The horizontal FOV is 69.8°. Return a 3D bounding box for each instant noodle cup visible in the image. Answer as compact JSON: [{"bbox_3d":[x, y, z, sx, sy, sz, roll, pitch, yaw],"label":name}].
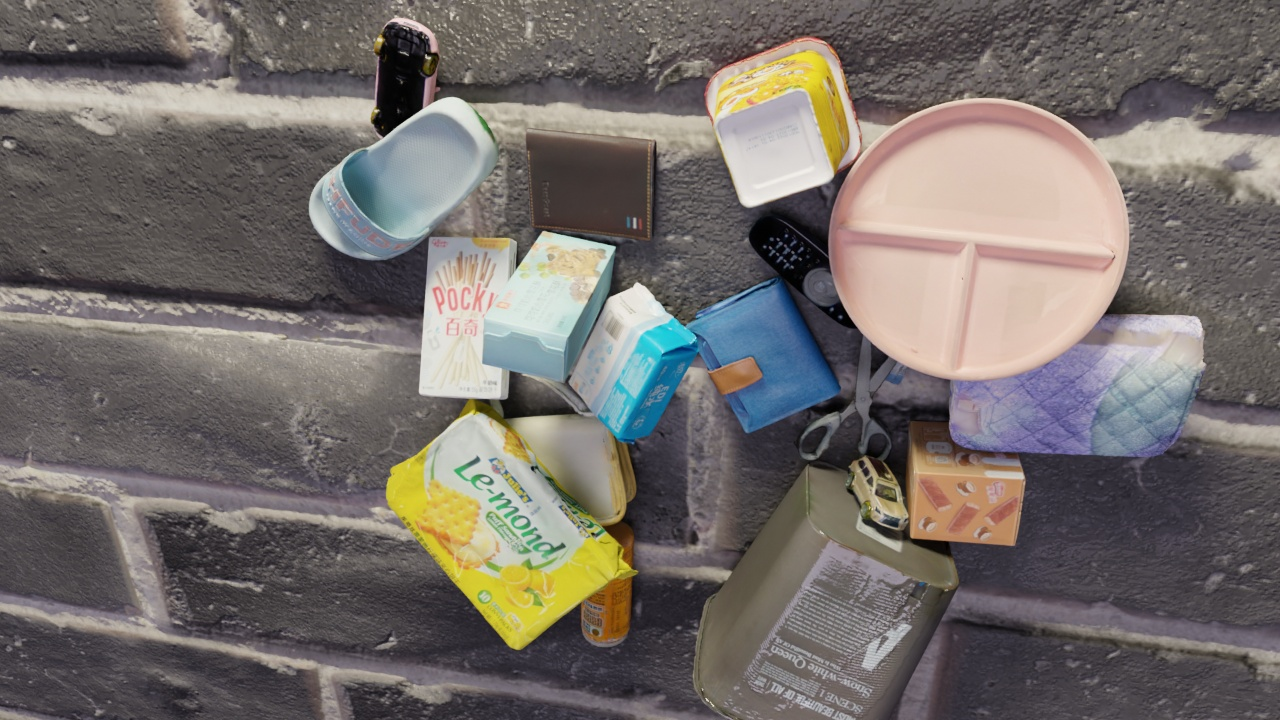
[{"bbox_3d":[0.112,-0.185,0.738,0.116,0.123,0.116,-15,112,20],"label":"instant noodle cup"}]

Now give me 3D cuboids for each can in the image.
[{"bbox_3d":[-0.038,0.252,1.041,0.058,0.058,0.146,8,118,9],"label":"can"}]

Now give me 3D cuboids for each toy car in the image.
[{"bbox_3d":[-0.213,-0.250,0.833,0.056,0.037,0.123,22,132,2],"label":"toy car"},{"bbox_3d":[0.228,0.127,0.878,0.042,0.090,0.035,17,116,-13],"label":"toy car"}]

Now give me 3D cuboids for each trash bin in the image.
[{"bbox_3d":[0.188,0.244,0.914,0.199,0.198,0.220,24,114,0],"label":"trash bin"}]

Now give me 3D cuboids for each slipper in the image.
[{"bbox_3d":[-0.226,-0.154,0.841,0.246,0.074,0.104,-22,110,39],"label":"slipper"}]

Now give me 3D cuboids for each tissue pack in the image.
[{"bbox_3d":[-0.005,0.005,0.887,0.090,0.063,0.140,47,126,29],"label":"tissue pack"}]

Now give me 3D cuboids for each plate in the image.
[{"bbox_3d":[0.272,-0.098,0.754,0.230,0.028,0.229,0,91,16],"label":"plate"}]

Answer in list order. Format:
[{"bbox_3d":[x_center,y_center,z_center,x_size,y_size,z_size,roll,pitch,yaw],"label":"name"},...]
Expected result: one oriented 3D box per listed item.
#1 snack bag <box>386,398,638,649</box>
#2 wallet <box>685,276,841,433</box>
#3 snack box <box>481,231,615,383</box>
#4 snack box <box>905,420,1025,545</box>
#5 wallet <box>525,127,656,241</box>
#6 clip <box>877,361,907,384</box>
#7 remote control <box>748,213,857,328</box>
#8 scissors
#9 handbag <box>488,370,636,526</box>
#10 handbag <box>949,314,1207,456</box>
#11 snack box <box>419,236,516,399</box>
[{"bbox_3d":[-0.138,0.167,0.939,0.158,0.068,0.246,-41,90,22],"label":"snack bag"},{"bbox_3d":[0.117,-0.003,0.884,0.106,0.040,0.133,-25,109,19],"label":"wallet"},{"bbox_3d":[-0.079,-0.053,0.824,0.074,0.174,0.052,13,125,5],"label":"snack box"},{"bbox_3d":[0.303,0.114,0.867,0.094,0.092,0.077,2,118,12],"label":"snack box"},{"bbox_3d":[-0.046,-0.162,0.849,0.122,0.020,0.096,8,119,11],"label":"wallet"},{"bbox_3d":[0.245,-0.001,0.864,0.024,0.029,0.057,24,127,2],"label":"clip"},{"bbox_3d":[0.158,-0.084,0.833,0.136,0.024,0.053,41,134,-1],"label":"remote control"},{"bbox_3d":[0.211,0.042,0.879,0.160,0.014,0.173,-30,121,19],"label":"scissors"},{"bbox_3d":[-0.095,0.085,0.970,0.163,0.063,0.179,-4,108,16],"label":"handbag"},{"bbox_3d":[0.369,0.017,0.803,0.194,0.075,0.134,2,134,13],"label":"handbag"},{"bbox_3d":[-0.168,-0.041,0.894,0.085,0.027,0.156,2,88,12],"label":"snack box"}]
